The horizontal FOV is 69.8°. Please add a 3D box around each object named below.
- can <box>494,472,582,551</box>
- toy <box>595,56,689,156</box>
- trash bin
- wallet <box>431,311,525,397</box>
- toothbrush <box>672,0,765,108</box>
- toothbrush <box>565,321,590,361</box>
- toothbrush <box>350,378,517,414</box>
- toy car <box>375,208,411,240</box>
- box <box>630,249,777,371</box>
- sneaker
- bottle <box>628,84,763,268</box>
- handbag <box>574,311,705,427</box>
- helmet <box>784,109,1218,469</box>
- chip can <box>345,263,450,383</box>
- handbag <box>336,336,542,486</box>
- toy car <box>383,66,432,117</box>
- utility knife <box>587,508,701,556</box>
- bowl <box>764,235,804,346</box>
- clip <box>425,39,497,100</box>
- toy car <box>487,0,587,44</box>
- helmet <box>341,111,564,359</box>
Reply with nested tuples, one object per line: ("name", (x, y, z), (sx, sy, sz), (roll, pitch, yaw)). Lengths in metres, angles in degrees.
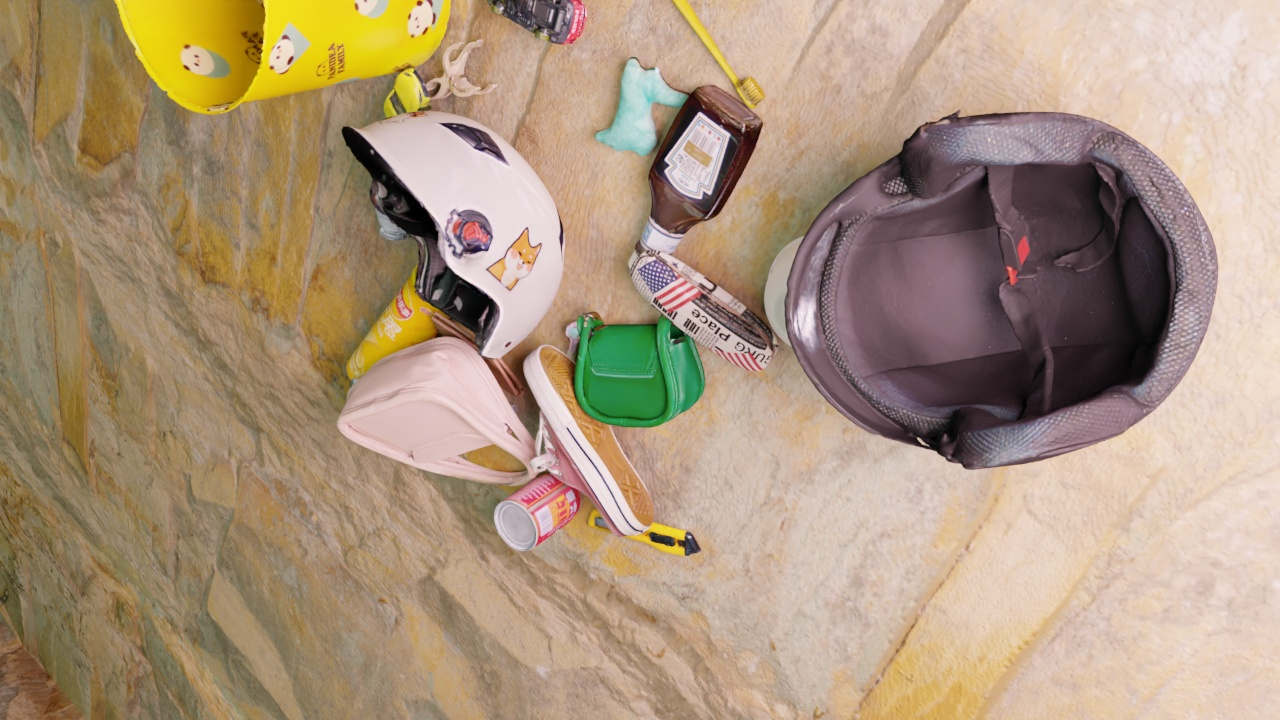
("can", (-0.119, 0.176, 1.091), (0.067, 0.093, 0.067), (14, 116, 30))
("toy", (0.002, -0.241, 0.879), (0.096, 0.030, 0.092), (21, 122, 21))
("trash bin", (-0.344, -0.377, 0.921), (0.230, 0.254, 0.230), (13, 115, 30))
("wallet", (-0.189, -0.007, 1.073), (0.101, 0.020, 0.115), (32, 166, 21))
("toothbrush", (0.052, -0.307, 0.825), (0.017, 0.015, 0.190), (-37, 85, 34))
("toothbrush", (-0.088, 0.039, 1.063), (0.021, 0.029, 0.190), (-114, 33, -52))
("toothbrush", (-0.260, 0.047, 1.139), (0.221, 0.027, 0.026), (10, 76, 12))
("toy car", (-0.296, -0.203, 1.096), (0.054, 0.036, 0.121), (17, 119, 29))
("box", (0.062, -0.049, 0.882), (0.164, 0.052, 0.069), (37, 137, 4))
("sneaker", (-0.075, 0.099, 1.020), (0.088, 0.118, 0.241), (-24, 105, 22))
("bottle", (0.042, -0.160, 0.874), (0.080, 0.043, 0.195), (41, 127, 16))
("handbag", (-0.006, 0.006, 0.958), (0.131, 0.067, 0.120), (0, 107, 35))
("helmet", (0.252, -0.048, 0.654), (0.275, 0.229, 0.233), (-7, 90, 36))
("chip can", (-0.295, -0.037, 1.143), (0.214, 0.071, 0.072), (-41, 83, 39))
("handbag", (-0.216, 0.084, 1.085), (0.194, 0.093, 0.234), (-18, 131, 39))
("toy car", (-0.266, -0.286, 1.031), (0.048, 0.032, 0.105), (61, 148, 1))
("utility knife", (0.000, 0.200, 1.067), (0.156, 0.015, 0.033), (8, 110, 33))
("bowl", (0.154, -0.050, 0.826), (0.118, 0.064, 0.118), (14, 116, 31))
("clip", (-0.194, -0.296, 0.991), (0.095, 0.034, 0.102), (52, 133, 8))
("toy car", (-0.102, -0.349, 0.897), (0.120, 0.045, 0.053), (37, 124, 25))
("helmet", (-0.168, -0.145, 0.938), (0.230, 0.156, 0.274), (33, 152, 52))
